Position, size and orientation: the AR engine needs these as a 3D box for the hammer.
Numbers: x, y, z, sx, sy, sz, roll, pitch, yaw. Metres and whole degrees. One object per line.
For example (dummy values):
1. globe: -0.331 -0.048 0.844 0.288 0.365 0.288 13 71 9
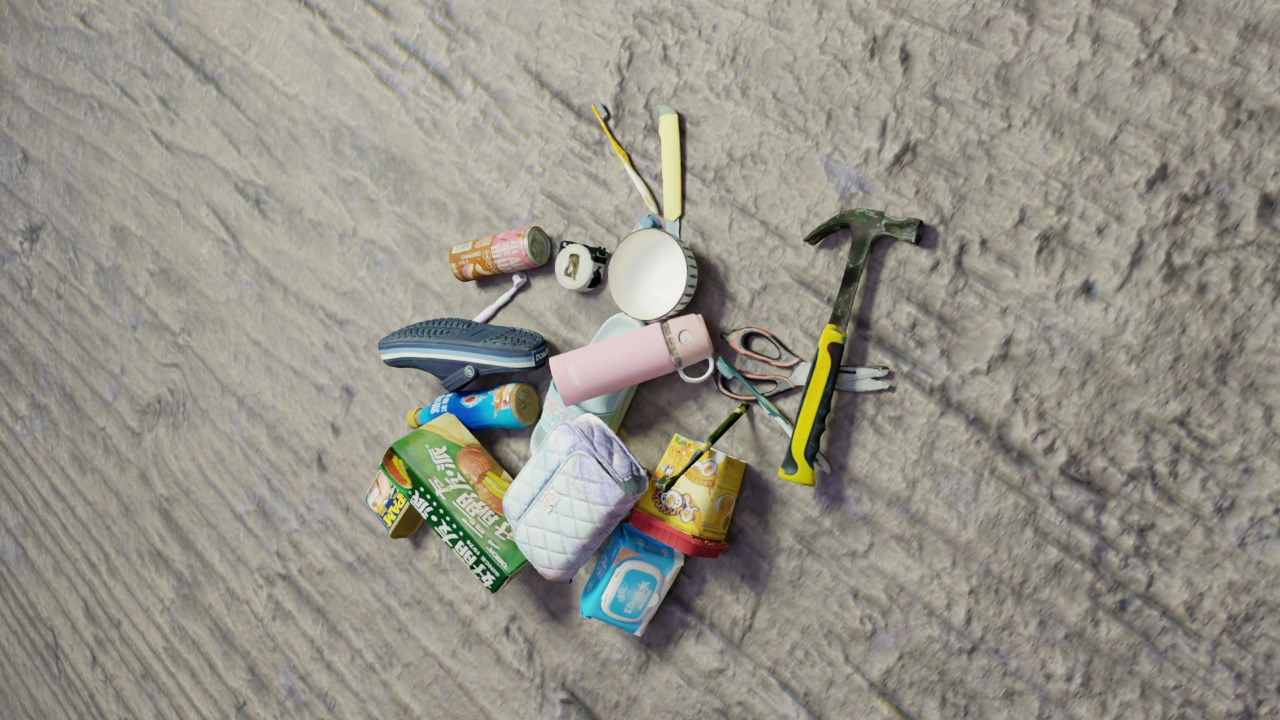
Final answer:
1. hammer: 0.217 -0.017 1.050 0.126 0.031 0.323 17 92 29

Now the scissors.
1. scissors: 0.186 0.002 1.093 0.206 0.015 0.197 -39 69 24

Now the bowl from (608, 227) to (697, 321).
1. bowl: 0.024 -0.106 1.163 0.117 0.066 0.116 0 90 31

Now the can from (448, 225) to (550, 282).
1. can: -0.202 -0.151 1.305 0.148 0.057 0.058 -8 84 31

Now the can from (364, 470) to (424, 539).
1. can: -0.363 0.205 1.392 0.083 0.057 0.102 43 109 27

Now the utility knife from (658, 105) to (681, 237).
1. utility knife: 0.038 -0.233 1.187 0.031 0.021 0.198 -1 87 35

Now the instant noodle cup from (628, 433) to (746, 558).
1. instant noodle cup: 0.063 0.163 1.114 0.116 0.116 0.123 22 87 30

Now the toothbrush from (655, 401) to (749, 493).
1. toothbrush: 0.075 0.098 1.072 0.017 0.185 0.012 12 126 35

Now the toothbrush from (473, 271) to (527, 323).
1. toothbrush: -0.234 -0.065 1.344 0.021 0.029 0.190 43 116 -16

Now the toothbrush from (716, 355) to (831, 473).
1. toothbrush: 0.157 0.065 1.096 0.191 0.016 0.018 47 126 14

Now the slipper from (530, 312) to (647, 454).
1. slipper: -0.069 0.046 1.211 0.104 0.074 0.246 38 106 25

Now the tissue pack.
1. tissue pack: -0.011 0.274 1.153 0.090 0.063 0.140 24 104 -14

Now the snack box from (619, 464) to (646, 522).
1. snack box: -0.043 0.172 1.184 0.082 0.091 0.080 11 101 33

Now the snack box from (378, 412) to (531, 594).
1. snack box: -0.231 0.190 1.246 0.240 0.114 0.063 46 128 9

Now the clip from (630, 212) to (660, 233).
1. clip: -0.002 -0.167 1.209 0.026 0.041 0.058 50 117 20

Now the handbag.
1. handbag: -0.086 0.167 1.111 0.134 0.075 0.194 48 125 19

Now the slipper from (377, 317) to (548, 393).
1. slipper: -0.246 -0.003 1.300 0.253 0.104 0.095 3 108 19

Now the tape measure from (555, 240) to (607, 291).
1. tape measure: -0.082 -0.127 1.247 0.066 0.033 0.066 15 96 32

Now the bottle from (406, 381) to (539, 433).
1. bottle: -0.249 0.074 1.322 0.219 0.065 0.065 -9 84 30

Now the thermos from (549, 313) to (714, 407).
1. thermos: -0.007 0.007 1.139 0.198 0.067 0.087 -17 85 1

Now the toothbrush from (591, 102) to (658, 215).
1. toothbrush: -0.019 -0.272 1.225 0.018 0.016 0.191 -34 71 16
